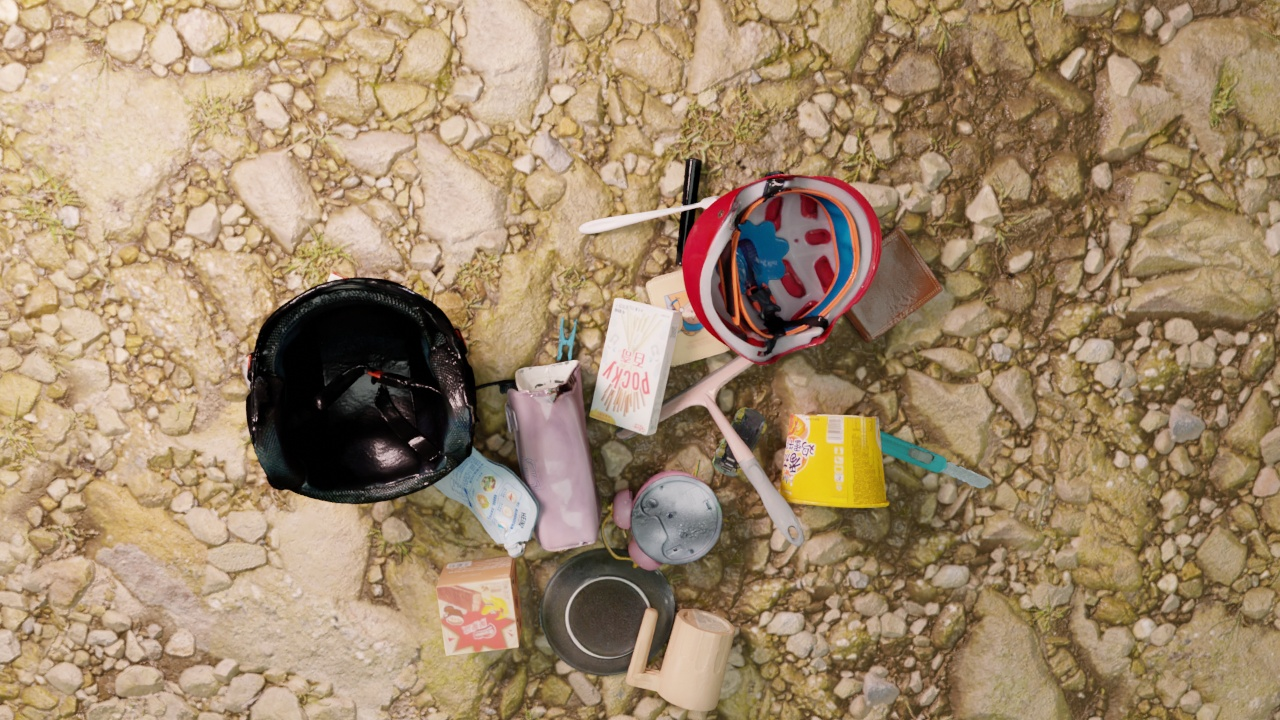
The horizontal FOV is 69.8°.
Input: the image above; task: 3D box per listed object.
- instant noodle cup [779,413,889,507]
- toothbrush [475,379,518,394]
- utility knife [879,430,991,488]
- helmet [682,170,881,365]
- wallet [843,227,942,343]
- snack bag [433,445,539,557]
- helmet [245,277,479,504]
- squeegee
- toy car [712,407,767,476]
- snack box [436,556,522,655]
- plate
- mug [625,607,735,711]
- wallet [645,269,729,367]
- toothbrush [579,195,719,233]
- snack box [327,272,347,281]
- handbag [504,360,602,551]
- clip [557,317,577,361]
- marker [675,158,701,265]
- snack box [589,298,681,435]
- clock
[{"bbox_3d":[0.239,0.122,1.142,0.138,0.138,0.109,2,87,-4],"label":"instant noodle cup"},{"bbox_3d":[-0.240,0.044,1.156,0.189,0.014,0.018,-8,108,-2],"label":"toothbrush"},{"bbox_3d":[0.365,0.124,1.206,0.216,0.013,0.029,22,97,-7],"label":"utility knife"},{"bbox_3d":[0.152,-0.119,1.096,0.239,0.144,0.207,-26,110,-19],"label":"helmet"},{"bbox_3d":[0.306,-0.096,1.164,0.124,0.032,0.101,-36,96,1],"label":"wallet"},{"bbox_3d":[-0.195,0.151,1.104,0.191,0.038,0.110,34,119,27],"label":"snack bag"},{"bbox_3d":[-0.305,0.024,1.009,0.233,0.230,0.275,-8,114,-16],"label":"helmet"},{"bbox_3d":[0.125,0.115,1.110,0.247,0.040,0.249,-32,65,1],"label":"squeegee"},{"bbox_3d":[0.126,0.103,1.176,0.043,0.036,0.091,28,96,-6],"label":"toy car"},{"bbox_3d":[-0.202,0.310,1.165,0.093,0.077,0.094,-6,99,-3],"label":"snack box"},{"bbox_3d":[-0.043,0.335,1.206,0.179,0.024,0.179,-1,98,-4],"label":"plate"},{"bbox_3d":[0.053,0.382,1.191,0.124,0.084,0.103,14,95,-2],"label":"mug"},{"bbox_3d":[0.057,-0.056,1.157,0.087,0.024,0.115,-16,100,-6],"label":"wallet"},{"bbox_3d":[0.012,-0.179,1.128,0.180,0.016,0.016,-10,98,9],"label":"toothbrush"},{"bbox_3d":[-0.371,-0.022,1.131,0.077,0.027,0.156,23,96,-7],"label":"snack box"},{"bbox_3d":[-0.103,0.113,1.105,0.098,0.145,0.197,-10,101,-6],"label":"handbag"},{"bbox_3d":[-0.094,-0.026,1.156,0.043,0.014,0.056,8,96,-5],"label":"clip"},{"bbox_3d":[0.060,-0.184,1.139,0.022,0.020,0.132,8,98,15],"label":"marker"},{"bbox_3d":[-0.007,0.007,1.141,0.085,0.026,0.157,16,98,26],"label":"snack box"},{"bbox_3d":[0.026,0.204,1.174,0.158,0.060,0.117,-25,100,-1],"label":"clock"}]
